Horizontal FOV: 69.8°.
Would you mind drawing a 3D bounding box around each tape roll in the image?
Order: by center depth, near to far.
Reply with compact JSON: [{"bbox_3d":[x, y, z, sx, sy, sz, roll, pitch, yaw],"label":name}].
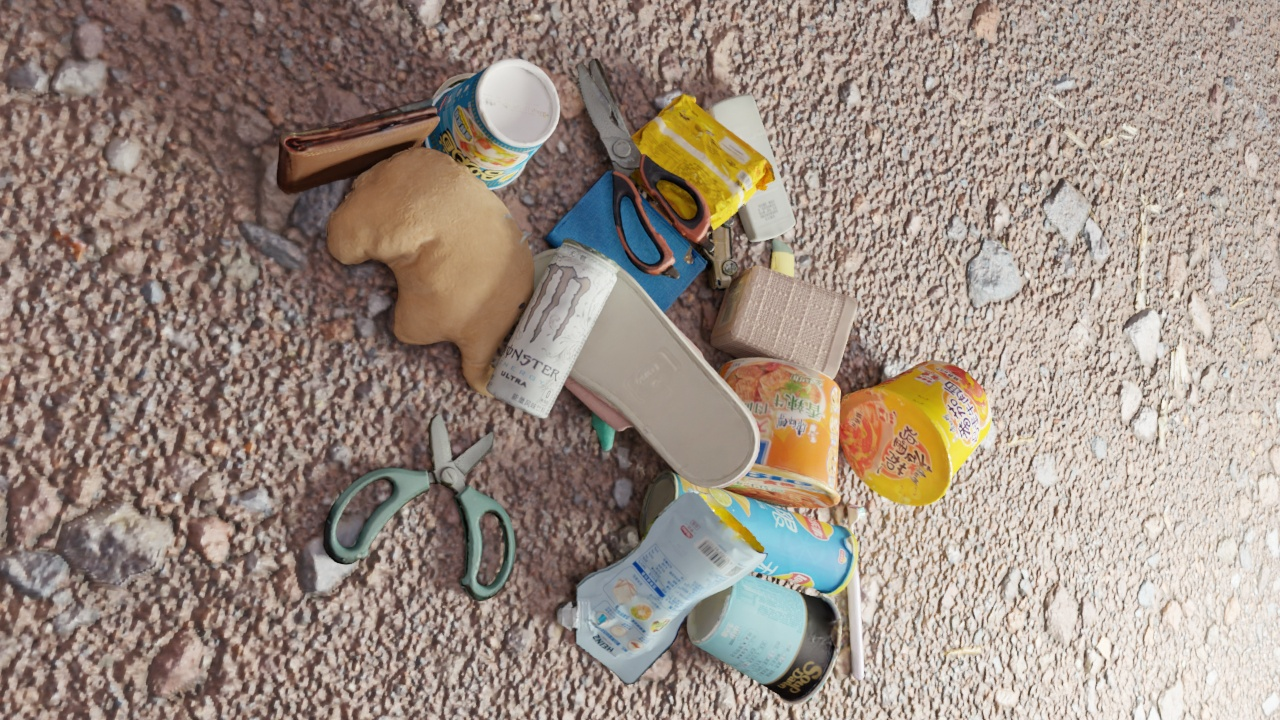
[{"bbox_3d":[-0.148,-0.214,0.824,0.085,0.014,0.085,1,88,-27],"label":"tape roll"}]

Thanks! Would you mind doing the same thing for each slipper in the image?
[{"bbox_3d":[-0.005,0.005,0.822,0.274,0.054,0.114,43,91,11],"label":"slipper"}]

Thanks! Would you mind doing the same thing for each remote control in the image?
[{"bbox_3d":[0.114,-0.199,0.954,0.058,0.021,0.150,-23,98,-26],"label":"remote control"}]

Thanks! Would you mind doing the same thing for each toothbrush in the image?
[{"bbox_3d":[0.236,0.253,0.999,0.021,0.029,0.189,-1,90,13],"label":"toothbrush"}]

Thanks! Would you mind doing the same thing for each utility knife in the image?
[{"bbox_3d":[0.150,-0.019,0.966,0.031,0.022,0.219,3,80,-23],"label":"utility knife"}]

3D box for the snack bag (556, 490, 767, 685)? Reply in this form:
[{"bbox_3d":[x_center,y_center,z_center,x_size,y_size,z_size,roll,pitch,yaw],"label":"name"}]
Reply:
[{"bbox_3d":[0.016,0.207,0.835,0.191,0.038,0.110,-44,114,13],"label":"snack bag"}]

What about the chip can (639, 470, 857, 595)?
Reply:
[{"bbox_3d":[0.107,0.170,0.896,0.210,0.071,0.071,20,78,-20],"label":"chip can"}]

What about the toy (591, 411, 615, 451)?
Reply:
[{"bbox_3d":[-0.011,0.031,0.876,0.091,0.030,0.096,-11,85,-31],"label":"toy"}]

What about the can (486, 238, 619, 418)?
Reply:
[{"bbox_3d":[-0.074,-0.027,0.778,0.058,0.058,0.146,28,87,-24],"label":"can"}]

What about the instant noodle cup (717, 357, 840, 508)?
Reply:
[{"bbox_3d":[0.124,0.070,0.883,0.151,0.152,0.111,22,70,-25],"label":"instant noodle cup"}]

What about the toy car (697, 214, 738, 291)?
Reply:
[{"bbox_3d":[0.076,-0.114,0.920,0.035,0.042,0.090,-5,85,-6],"label":"toy car"}]

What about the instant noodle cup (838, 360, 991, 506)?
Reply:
[{"bbox_3d":[0.298,0.069,0.981,0.109,0.138,0.138,-31,101,-33],"label":"instant noodle cup"}]

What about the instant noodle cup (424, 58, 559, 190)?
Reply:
[{"bbox_3d":[-0.119,-0.200,0.767,0.099,0.110,0.099,1,87,-28],"label":"instant noodle cup"}]

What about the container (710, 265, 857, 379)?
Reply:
[{"bbox_3d":[0.139,-0.036,0.914,0.111,0.090,0.089,21,80,-11],"label":"container"}]

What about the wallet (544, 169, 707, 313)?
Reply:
[{"bbox_3d":[-0.012,-0.106,0.874,0.133,0.040,0.106,44,70,-10],"label":"wallet"}]

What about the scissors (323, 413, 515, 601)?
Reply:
[{"bbox_3d":[-0.188,0.137,0.785,0.179,0.019,0.170,-14,96,-26],"label":"scissors"}]

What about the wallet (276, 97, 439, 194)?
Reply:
[{"bbox_3d":[-0.228,-0.173,0.731,0.124,0.101,0.032,-25,97,-26],"label":"wallet"}]

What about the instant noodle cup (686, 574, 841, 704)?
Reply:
[{"bbox_3d":[0.114,0.258,0.892,0.120,0.111,0.111,29,75,-15],"label":"instant noodle cup"}]

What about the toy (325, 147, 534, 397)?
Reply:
[{"bbox_3d":[-0.154,-0.071,0.778,0.143,0.082,0.226,-34,106,5],"label":"toy"}]

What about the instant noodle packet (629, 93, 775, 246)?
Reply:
[{"bbox_3d":[0.053,-0.186,0.889,0.128,0.044,0.110,43,74,8],"label":"instant noodle packet"}]

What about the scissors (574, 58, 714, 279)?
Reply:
[{"bbox_3d":[0.003,-0.187,0.854,0.193,0.015,0.206,14,84,4],"label":"scissors"}]
